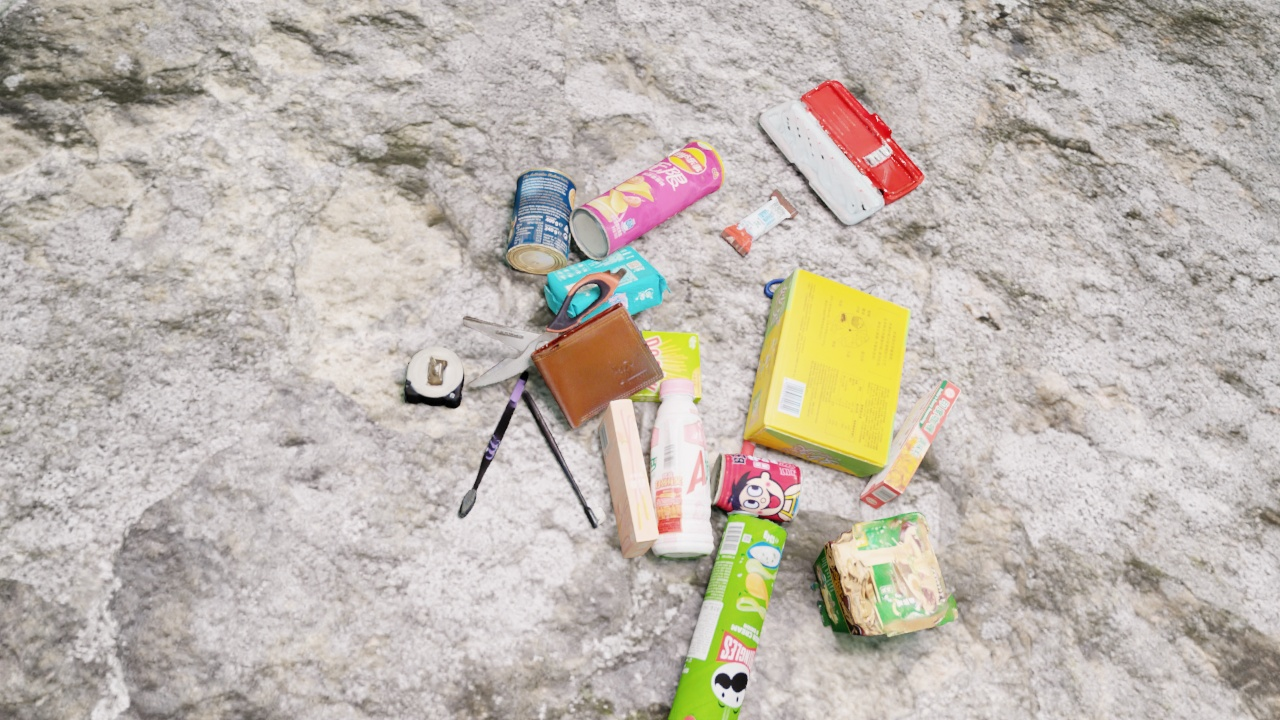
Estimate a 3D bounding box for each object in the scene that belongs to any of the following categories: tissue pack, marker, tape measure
[{"bbox_3d":[-0.040,-0.085,1.094,0.133,0.050,0.093,-21,36,-15],"label":"tissue pack"},{"bbox_3d":[0.139,0.060,1.096,0.017,0.017,0.145,17,66,-1],"label":"marker"},{"bbox_3d":[-0.234,0.019,1.048,0.065,0.034,0.066,5,67,-8],"label":"tape measure"}]

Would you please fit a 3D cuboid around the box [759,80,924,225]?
[{"bbox_3d":[0.272,-0.285,1.251,0.157,0.039,0.201,-32,76,-19],"label":"box"}]

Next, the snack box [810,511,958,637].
[{"bbox_3d":[0.252,0.238,0.989,0.117,0.106,0.118,-8,70,-14],"label":"snack box"}]

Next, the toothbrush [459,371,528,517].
[{"bbox_3d":[-0.164,0.091,1.038,0.014,0.017,0.188,21,64,1],"label":"toothbrush"}]

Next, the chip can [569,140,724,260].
[{"bbox_3d":[0.011,-0.199,1.136,0.210,0.072,0.071,-36,76,-32],"label":"chip can"}]

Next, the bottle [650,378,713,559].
[{"bbox_3d":[0.044,0.119,1.022,0.068,0.068,0.196,1,71,-8],"label":"bottle"}]

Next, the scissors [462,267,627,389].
[{"bbox_3d":[-0.089,-0.017,1.035,0.225,0.015,0.189,-38,105,5],"label":"scissors"}]

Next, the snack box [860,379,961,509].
[{"bbox_3d":[0.315,0.098,1.072,0.027,0.077,0.155,35,67,7],"label":"snack box"}]

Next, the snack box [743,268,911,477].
[{"bbox_3d":[0.223,0.015,1.086,0.157,0.070,0.209,18,67,-9],"label":"snack box"}]

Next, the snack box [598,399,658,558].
[{"bbox_3d":[-0.015,0.130,1.006,0.026,0.085,0.157,-7,69,-15],"label":"snack box"}]

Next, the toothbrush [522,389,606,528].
[{"bbox_3d":[-0.089,0.108,1.042,0.018,0.016,0.181,-25,74,-24],"label":"toothbrush"}]

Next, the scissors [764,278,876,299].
[{"bbox_3d":[0.231,-0.059,1.163,0.174,0.012,0.162,33,65,5],"label":"scissors"}]

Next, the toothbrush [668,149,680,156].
[{"bbox_3d":[-0.008,-0.221,1.193,0.016,0.016,0.179,42,68,12],"label":"toothbrush"}]

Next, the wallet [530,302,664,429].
[{"bbox_3d":[-0.047,0.007,1.021,0.124,0.032,0.101,-29,109,4],"label":"wallet"}]

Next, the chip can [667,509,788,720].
[{"bbox_3d":[0.093,0.279,0.966,0.072,0.072,0.235,20,65,0],"label":"chip can"}]

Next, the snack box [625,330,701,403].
[{"bbox_3d":[-0.006,0.006,1.091,0.156,0.026,0.085,3,68,-8],"label":"snack box"}]

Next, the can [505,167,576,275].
[{"bbox_3d":[-0.121,-0.168,1.121,0.075,0.075,0.111,7,67,-6],"label":"can"}]

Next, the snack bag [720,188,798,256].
[{"bbox_3d":[0.156,-0.180,1.194,0.104,0.026,0.048,-40,84,-22],"label":"snack bag"}]

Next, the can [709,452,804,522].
[{"bbox_3d":[0.129,0.142,1.031,0.094,0.067,0.066,12,66,-3],"label":"can"}]
